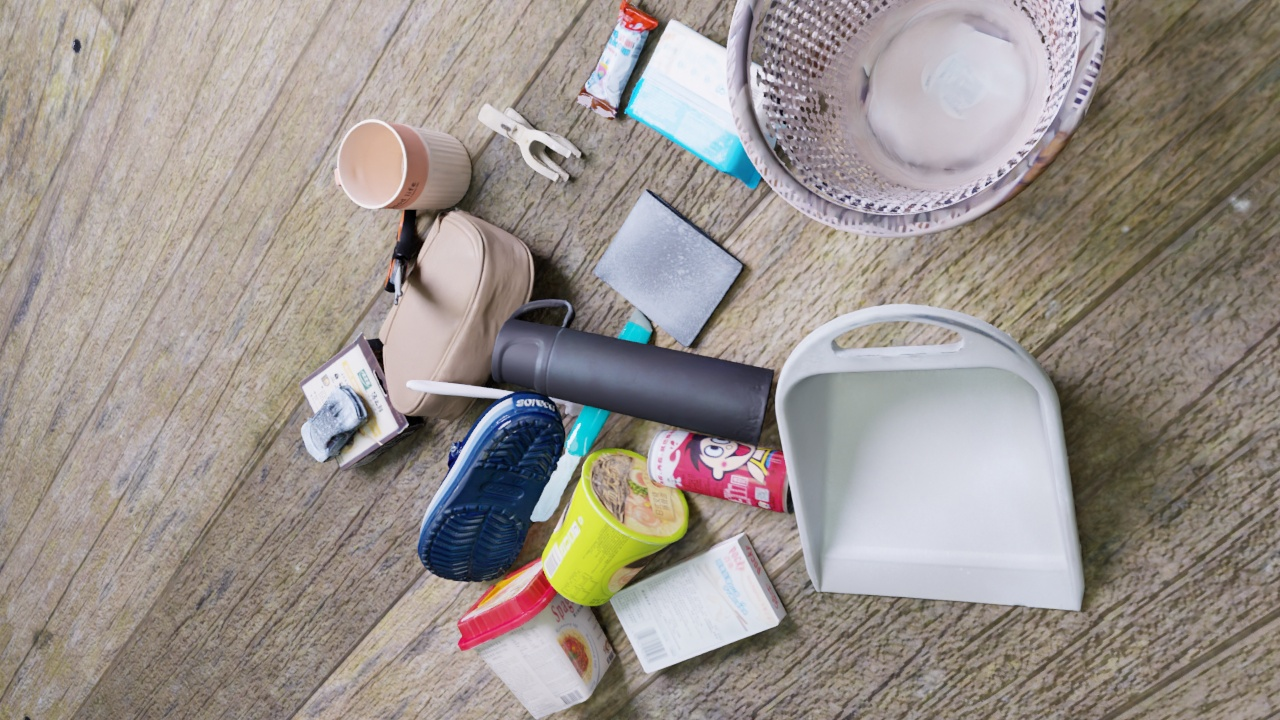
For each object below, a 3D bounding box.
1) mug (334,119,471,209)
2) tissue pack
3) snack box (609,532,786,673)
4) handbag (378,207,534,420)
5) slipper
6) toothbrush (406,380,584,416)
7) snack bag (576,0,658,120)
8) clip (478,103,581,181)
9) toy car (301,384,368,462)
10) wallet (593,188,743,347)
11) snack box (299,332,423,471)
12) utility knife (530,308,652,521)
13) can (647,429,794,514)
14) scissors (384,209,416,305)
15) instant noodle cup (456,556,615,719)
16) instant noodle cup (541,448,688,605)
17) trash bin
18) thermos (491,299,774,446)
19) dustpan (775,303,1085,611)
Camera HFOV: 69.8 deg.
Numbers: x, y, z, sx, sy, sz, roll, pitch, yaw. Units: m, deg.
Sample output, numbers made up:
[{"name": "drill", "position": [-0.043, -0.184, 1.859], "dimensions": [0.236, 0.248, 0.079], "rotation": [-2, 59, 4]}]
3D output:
[{"name": "mug", "position": [-0.242, -0.188, 0.909], "dimensions": [0.115, 0.105, 0.081], "rotation": [-6, 94, 27]}, {"name": "tissue pack", "position": [0.060, -0.218, 0.778], "dimensions": [0.140, 0.063, 0.090], "rotation": [35, 109, 17]}, {"name": "snack box", "position": [0.051, 0.232, 0.868], "dimensions": [0.157, 0.026, 0.084], "rotation": [-30, 83, 27]}, {"name": "handbag", "position": [-0.180, -0.044, 0.903], "dimensions": [0.205, 0.099, 0.147], "rotation": [-56, 46, 22]}, {"name": "slipper", "position": [-0.152, 0.119, 0.905], "dimensions": [0.253, 0.105, 0.095], "rotation": [-62, 28, 33]}, {"name": "toothbrush", "position": [-0.132, 0.036, 0.869], "dimensions": [0.016, 0.180, 0.016], "rotation": [54, 130, 57]}, {"name": "snack bag", "position": [-0.020, -0.273, 0.831], "dimensions": [0.045, 0.026, 0.105], "rotation": [34, 113, 15]}, {"name": "clip", "position": [-0.105, -0.210, 0.876], "dimensions": [0.100, 0.074, 0.035], "rotation": [35, 112, 13]}, {"name": "toy car", "position": [-0.330, 0.070, 0.980], "dimensions": [0.106, 0.031, 0.049], "rotation": [-44, 75, 31]}, {"name": "wallet", "position": [0.025, -0.084, 0.842], "dimensions": [0.121, 0.019, 0.097], "rotation": [40, 115, 14]}, {"name": "snack box", "position": [-0.301, 0.044, 1.001], "dimensions": [0.126, 0.053, 0.113], "rotation": [-31, 83, 26]}, {"name": "utility knife", "position": [-0.044, 0.051, 0.846], "dimensions": [0.029, 0.013, 0.219], "rotation": [26, 79, 10]}, {"name": "can", "position": [0.076, 0.098, 0.822], "dimensions": [0.133, 0.053, 0.053], "rotation": [10, 101, 25]}, {"name": "scissors", "position": [-0.232, -0.075, 0.881], "dimensions": [0.021, 0.234, 0.139], "rotation": [14, 126, -18]}, {"name": "instant noodle cup", "position": [-0.097, 0.274, 0.907], "dimensions": [0.117, 0.116, 0.124], "rotation": [-31, 95, 27]}, {"name": "instant noodle cup", "position": [-0.032, 0.164, 0.862], "dimensions": [0.111, 0.111, 0.124], "rotation": [43, 122, 15]}, {"name": "trash bin", "position": [0.198, -0.200, 0.639], "dimensions": [0.228, 0.191, 0.227], "rotation": [4, 99, 26]}, {"name": "thermos", "position": [-0.005, 0.005, 0.811], "dimensions": [0.242, 0.068, 0.090], "rotation": [13, 77, 9]}, {"name": "dustpan", "position": [0.212, 0.083, 0.705], "dimensions": [0.223, 0.142, 0.258], "rotation": [-3, 95, 27]}]
